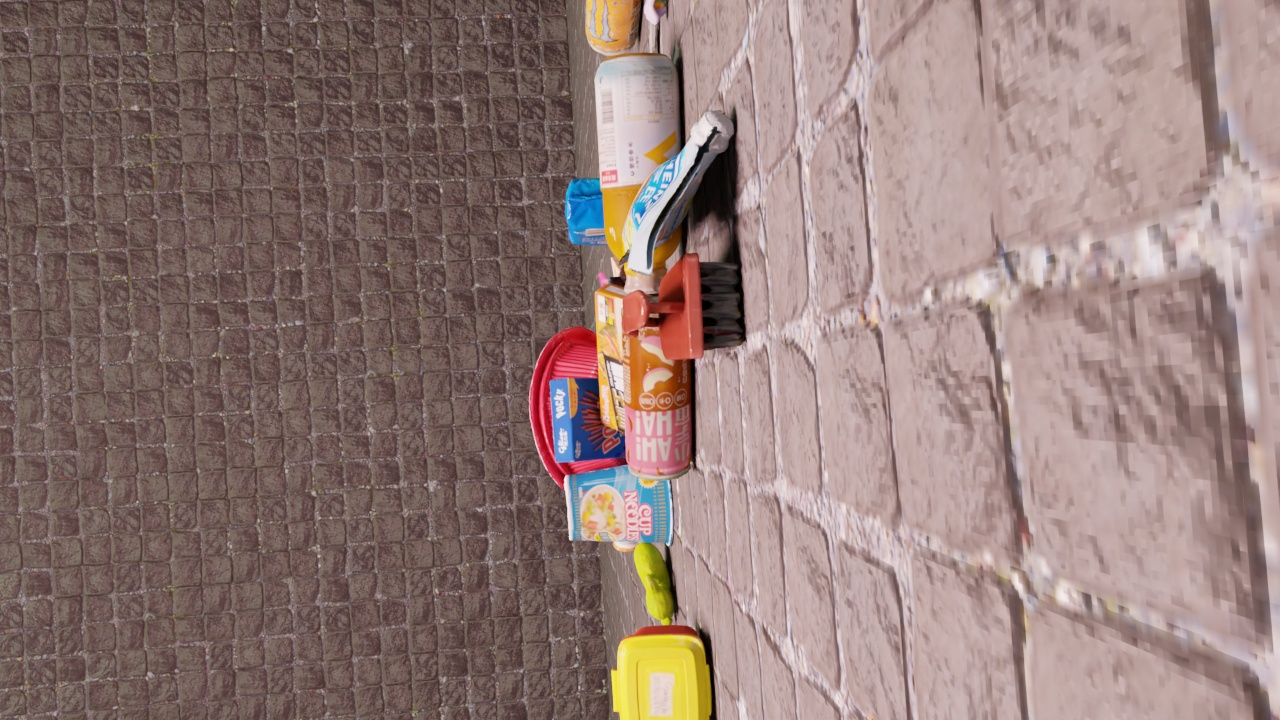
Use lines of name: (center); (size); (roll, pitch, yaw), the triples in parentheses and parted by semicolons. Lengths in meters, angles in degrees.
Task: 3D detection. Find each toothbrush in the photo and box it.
toothbrush: (0.023, -0.301, 0.692); (0.189, 0.021, 0.029); (176, 92, -83)

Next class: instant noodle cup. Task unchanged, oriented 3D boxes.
instant noodle cup: (-0.045, 0.055, 1.049); (0.193, 0.066, 0.193); (11, -103, -59)
instant noodle cup: (-0.025, 0.155, 0.988); (0.099, 0.110, 0.099); (174, 92, -84)

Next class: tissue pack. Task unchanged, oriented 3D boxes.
tissue pack: (-0.026, -0.147, 0.901); (0.157, 0.095, 0.052); (165, 103, -86)

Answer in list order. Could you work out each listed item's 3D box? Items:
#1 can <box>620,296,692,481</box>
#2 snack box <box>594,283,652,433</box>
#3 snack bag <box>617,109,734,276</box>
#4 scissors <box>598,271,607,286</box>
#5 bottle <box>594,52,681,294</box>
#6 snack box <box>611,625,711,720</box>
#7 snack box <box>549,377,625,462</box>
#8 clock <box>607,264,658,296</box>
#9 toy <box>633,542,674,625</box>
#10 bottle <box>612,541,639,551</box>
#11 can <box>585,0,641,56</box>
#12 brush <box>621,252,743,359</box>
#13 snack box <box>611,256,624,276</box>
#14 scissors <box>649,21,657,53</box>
can: (0.014, 0.023, 0.768); (0.058, 0.058, 0.147); (-111, 18, -72)
snack box: (-0.005, 0.005, 0.887); (0.026, 0.075, 0.154); (-36, -44, -43)
snack bag: (0.018, -0.109, 0.623); (0.110, 0.039, 0.191); (-54, 6, 2)
scissors: (-0.026, -0.044, 1.099); (0.138, 0.017, 0.077); (76, 171, -52)
bottle: (0.001, -0.150, 0.750); (0.068, 0.068, 0.189); (-120, 27, -78)
snack box: (0.019, 0.272, 0.781); (0.080, 0.082, 0.091); (24, -117, -85)
snack box: (-0.034, 0.062, 0.972); (0.157, 0.026, 0.084); (3, -98, -55)
clock: (-0.006, -0.058, 0.943); (0.082, 0.055, 0.122); (154, 113, -85)
toy: (0.016, 0.237, 0.993); (0.097, 0.031, 0.100); (63, -174, -60)
bottle: (-0.019, 0.195, 1.190); (0.063, 0.063, 0.108); (-104, 12, -63)
can: (-0.026, -0.379, 0.930); (0.146, 0.058, 0.058); (100, 165, -68)
brush: (0.021, -0.031, 0.611); (0.146, 0.069, 0.063); (165, 102, -84)
snack box: (-0.011, -0.074, 1.069); (0.157, 0.026, 0.084); (-116, 15, -75)
scissors: (0.013, -0.273, 0.854); (0.160, 0.014, 0.170); (105, 163, -65)
